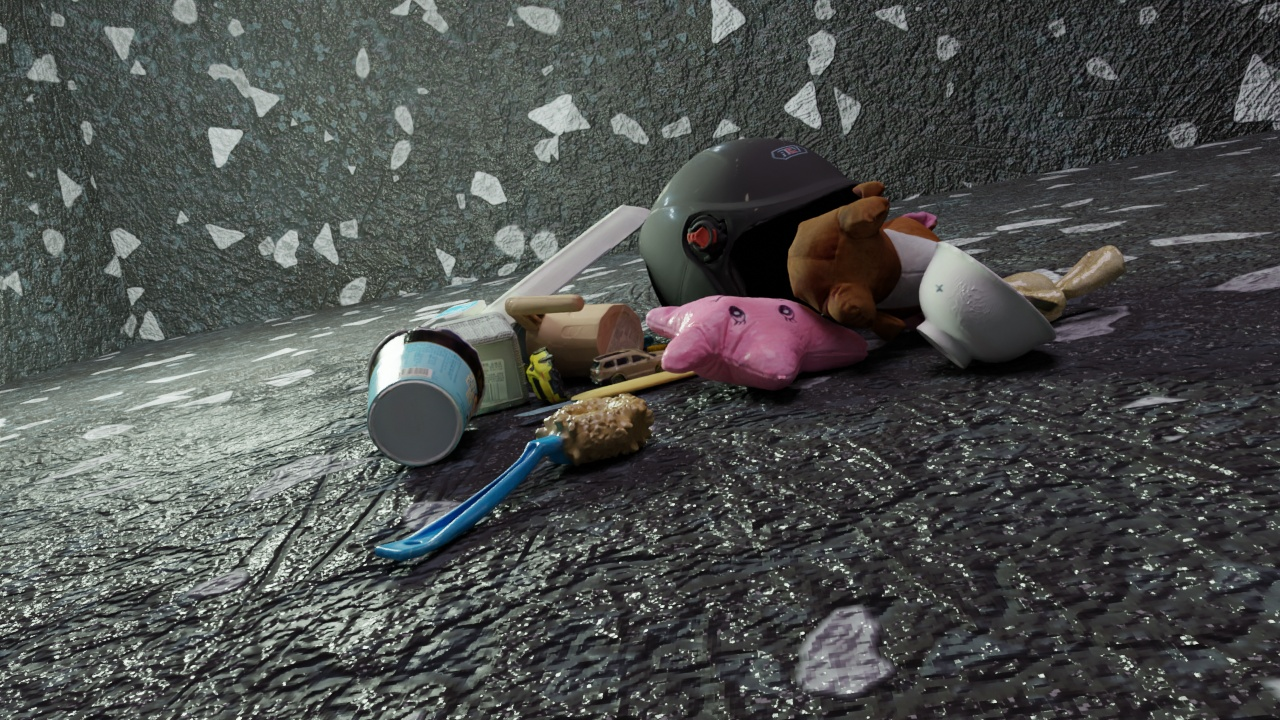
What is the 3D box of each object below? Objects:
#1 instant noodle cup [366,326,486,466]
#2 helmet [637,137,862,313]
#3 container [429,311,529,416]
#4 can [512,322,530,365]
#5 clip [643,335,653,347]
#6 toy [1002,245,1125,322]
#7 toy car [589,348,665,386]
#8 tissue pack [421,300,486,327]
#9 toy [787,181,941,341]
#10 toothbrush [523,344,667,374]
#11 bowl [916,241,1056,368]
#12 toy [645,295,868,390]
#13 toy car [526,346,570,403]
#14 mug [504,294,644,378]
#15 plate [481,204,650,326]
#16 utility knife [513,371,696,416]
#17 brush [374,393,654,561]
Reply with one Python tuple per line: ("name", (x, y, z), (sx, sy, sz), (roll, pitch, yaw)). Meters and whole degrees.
("instant noodle cup", (-0.193, 0.037, 0.811), (0.111, 0.111, 0.120), (-12, 19, -4))
("helmet", (0.123, -0.137, 1.032), (0.232, 0.230, 0.276), (-20, -25, -40))
("container", (-0.169, 0.005, 0.964), (0.090, 0.090, 0.114), (-14, 14, -14))
("can", (-0.130, -0.033, 1.178), (0.066, 0.066, 0.093), (-11, 11, 1))
("clip", (-0.011, -0.020, 1.134), (0.056, 0.014, 0.040), (-9, 11, 12))
("toy", (0.361, -0.065, 0.834), (0.157, 0.066, 0.105), (-19, 6, -5))
("toy car", (-0.006, 0.005, 0.936), (0.090, 0.035, 0.042), (-12, 11, -15))
("tissue pack", (-0.223, -0.020, 1.144), (0.063, 0.090, 0.140), (-13, 11, 7))
("toy", (0.230, -0.088, 0.847), (0.131, 0.140, 0.199), (12, 5, 37))
("toothbrush", (-0.055, 0.000, 1.063), (0.190, 0.016, 0.015), (-7, 11, 24))
("bowl", (0.263, -0.033, 0.736), (0.065, 0.118, 0.118), (-50, 7, 8))
("toy", (0.108, -0.015, 0.816), (0.194, 0.075, 0.178), (-2, 23, -11))
("toy car", (-0.097, 0.017, 0.935), (0.032, 0.048, 0.105), (-24, 12, -6))
("mug", (-0.071, -0.032, 0.989), (0.104, 0.124, 0.084), (0, 58, 39))
("plate", (-0.097, -0.112, 1.120), (0.265, 0.034, 0.162), (-40, 9, -18))
("utility knife", (-0.023, 0.027, 0.881), (0.206, 0.021, 0.031), (-9, 5, -26))
("brush", (-0.079, 0.078, 0.637), (0.083, 0.046, 0.253), (1, 20, 35))
